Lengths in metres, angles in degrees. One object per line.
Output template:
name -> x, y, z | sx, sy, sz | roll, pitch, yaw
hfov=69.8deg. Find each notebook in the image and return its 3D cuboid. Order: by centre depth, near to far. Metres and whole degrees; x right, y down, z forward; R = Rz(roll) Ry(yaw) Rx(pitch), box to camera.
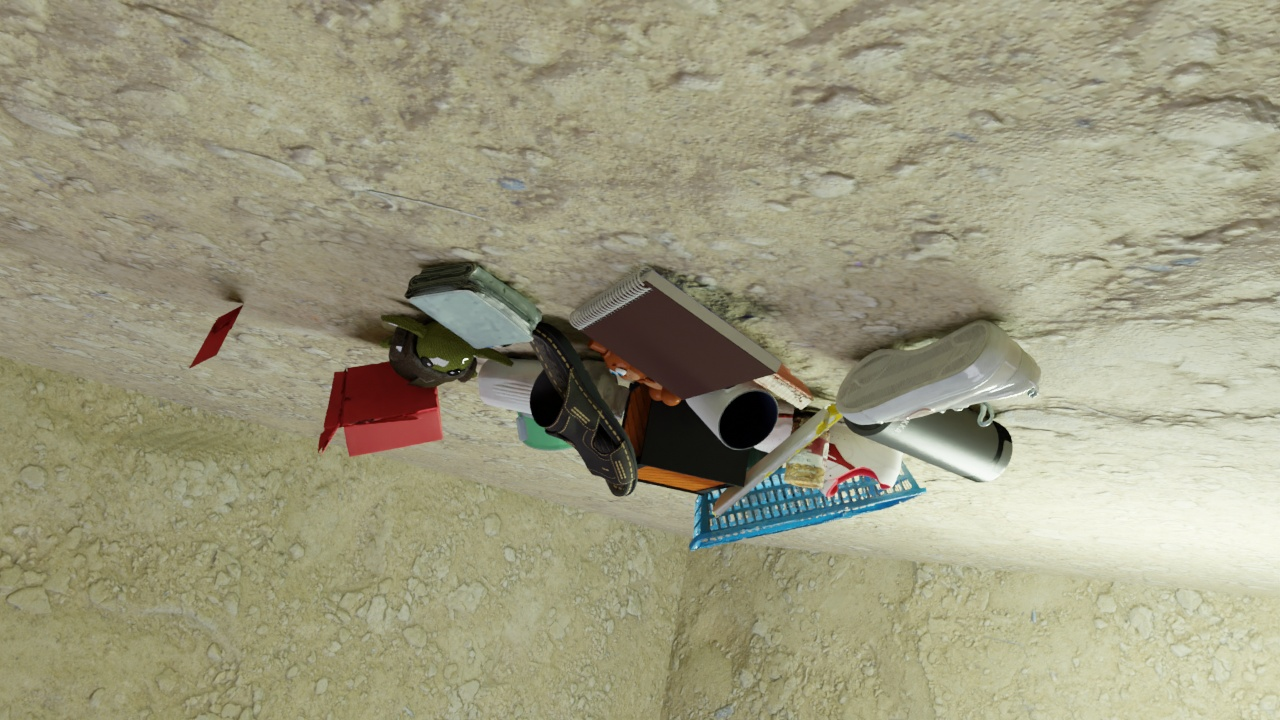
notebook -> 0.027, -0.022, 0.977 | 0.171, 0.022, 0.210 | 34, 159, -15

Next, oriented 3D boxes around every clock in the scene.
clock -> -0.102, 0.084, 1.378 | 0.161, 0.075, 0.121 | -6, -157, -1

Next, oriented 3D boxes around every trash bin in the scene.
trash bin -> 0.059, 0.098, 1.263 | 0.139, 0.139, 0.172 | 14, 165, -11

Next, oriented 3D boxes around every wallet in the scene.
wallet -> -0.184, -0.062, 1.019 | 0.101, 0.054, 0.131 | -8, 156, 28

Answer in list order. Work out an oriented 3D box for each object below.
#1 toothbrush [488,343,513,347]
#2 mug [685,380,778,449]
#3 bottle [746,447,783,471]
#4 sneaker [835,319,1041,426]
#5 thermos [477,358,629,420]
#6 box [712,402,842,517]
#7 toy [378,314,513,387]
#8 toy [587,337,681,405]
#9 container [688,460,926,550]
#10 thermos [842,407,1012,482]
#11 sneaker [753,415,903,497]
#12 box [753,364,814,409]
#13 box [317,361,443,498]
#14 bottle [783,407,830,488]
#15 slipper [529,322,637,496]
toothbrush -> -0.219, -0.016, 1.277 | 0.016, 0.017, 0.189 | 21, 163, -32
mug -> 0.101, 0.035, 1.080 | 0.097, 0.078, 0.112 | 49, 164, 56
bottle -> 0.203, 0.159, 1.543 | 0.061, 0.061, 0.131 | 17, 164, -31
sneaker -> 0.296, 0.031, 0.931 | 0.090, 0.089, 0.243 | 31, 156, -15
thermos -> -0.122, 0.040, 1.288 | 0.221, 0.099, 0.099 | 7, 166, 33
box -> 0.184, 0.132, 1.227 | 0.210, 0.036, 0.129 | -44, 172, 27
toy -> -0.275, -0.009, 1.225 | 0.179, 0.078, 0.153 | 21, 161, -26
toy -> -0.007, 0.007, 1.125 | 0.127, 0.065, 0.095 | 23, 170, -22
container -> 0.253, 0.226, 1.506 | 0.362, 0.089, 0.257 | -11, 165, -3
thermos -> 0.351, 0.082, 1.107 | 0.240, 0.082, 0.082 | 22, 162, -35
sneaker -> 0.267, 0.147, 1.369 | 0.237, 0.104, 0.090 | 7, 165, 14
box -> 0.136, 0.005, 1.060 | 0.042, 0.082, 0.187 | -44, 140, 14
box -> -0.362, 0.063, 1.320 | 0.164, 0.153, 0.214 | 36, -172, -22
bottle -> 0.238, 0.125, 1.303 | 0.056, 0.105, 0.056 | 10, 166, 2
slipper -> -0.084, 0.073, 1.150 | 0.113, 0.075, 0.268 | 19, 141, 60
